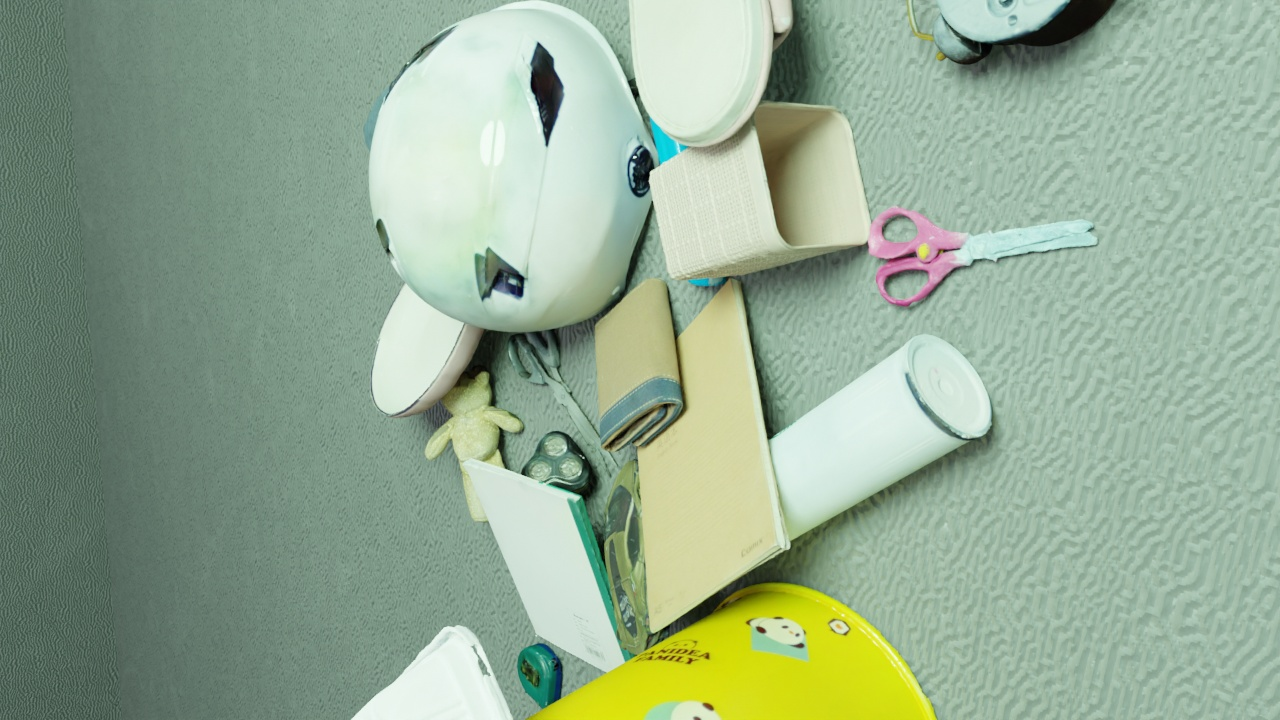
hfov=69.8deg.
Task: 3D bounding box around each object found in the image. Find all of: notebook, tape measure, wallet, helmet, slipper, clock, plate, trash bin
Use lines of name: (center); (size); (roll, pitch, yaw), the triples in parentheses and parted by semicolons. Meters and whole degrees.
notebook: (0.040, 0.066, 0.650); (0.150, 0.012, 0.211); (-47, 36, 42)
tape measure: (-0.101, 0.309, 0.907); (0.054, 0.025, 0.058); (23, 113, 43)
wallet: (-0.004, 0.004, 0.713); (0.090, 0.033, 0.115); (-41, 45, 42)
helmet: (-0.117, -0.139, 0.701); (0.229, 0.145, 0.259); (18, 114, 20)
slipper: (0.042, -0.241, 0.595); (0.114, 0.054, 0.273); (-43, 44, 39)
clock: (0.188, -0.200, 0.470); (0.122, 0.055, 0.082); (-2, 96, 49)
notebook: (-0.076, 0.188, 0.809); (0.151, 0.012, 0.209); (11, 126, 44)
plate: (-0.202, -0.029, 0.908); (0.193, 0.039, 0.192); (-30, 47, 38)
trash bin: (0.031, 0.289, 0.583); (0.230, 0.254, 0.230); (11, 105, 46)

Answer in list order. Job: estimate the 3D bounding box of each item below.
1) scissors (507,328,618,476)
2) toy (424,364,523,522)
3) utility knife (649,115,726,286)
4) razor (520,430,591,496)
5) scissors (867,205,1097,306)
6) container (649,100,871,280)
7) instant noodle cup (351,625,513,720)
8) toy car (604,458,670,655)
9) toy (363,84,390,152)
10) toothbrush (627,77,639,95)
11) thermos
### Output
scissors: (-0.074, 0.035, 0.840); (0.143, 0.014, 0.173); (-8, 94, 47)
toy: (-0.158, 0.085, 0.911); (0.105, 0.066, 0.157); (-16, 89, 16)
utility knife: (0.026, -0.152, 0.678); (0.034, 0.018, 0.202); (-12, 92, 52)
razor: (-0.091, 0.138, 0.841); (0.062, 0.067, 0.168); (51, 137, 30)
scissors: (0.191, -0.060, 0.524); (0.136, 0.017, 0.064); (2, 99, 44)
container: (0.072, -0.103, 0.595); (0.111, 0.089, 0.090); (-15, 86, 52)
instant noodle cup: (-0.108, 0.248, 0.494); (0.138, 0.060, 0.173); (-49, 63, 41)
toy car: (-0.004, 0.155, 0.736); (0.070, 0.042, 0.158); (129, 140, -52)
toy: (-0.198, -0.202, 0.886); (0.356, 0.091, 0.138); (35, 149, 40)
toothbrush: (0.010, -0.216, 0.696); (0.181, 0.018, 0.015); (-8, 94, 50)
thermos: (0.114, 0.066, 0.593); (0.225, 0.073, 0.073); (-43, 65, 44)
